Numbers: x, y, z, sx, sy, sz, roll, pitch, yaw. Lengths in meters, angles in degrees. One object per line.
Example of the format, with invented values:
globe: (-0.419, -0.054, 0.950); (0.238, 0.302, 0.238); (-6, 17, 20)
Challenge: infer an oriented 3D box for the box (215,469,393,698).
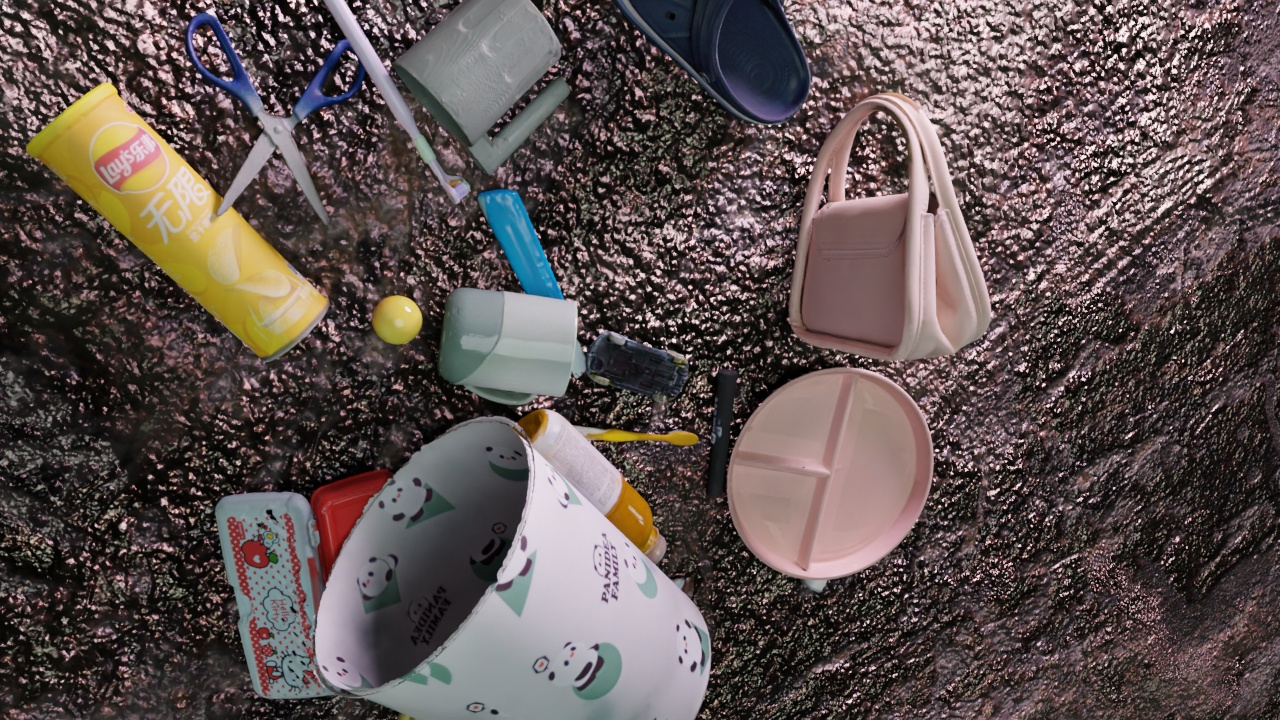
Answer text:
box: (-0.273, 0.200, 0.797); (0.160, 0.060, 0.201); (-9, 108, -16)

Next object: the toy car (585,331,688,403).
toy car: (-0.005, 0.005, 0.855); (0.105, 0.031, 0.049); (18, 98, -27)

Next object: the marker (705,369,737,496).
marker: (0.082, 0.073, 0.919); (0.022, 0.020, 0.132); (-8, 110, -38)

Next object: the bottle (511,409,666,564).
bottle: (-0.045, 0.124, 0.840); (0.068, 0.068, 0.189); (-45, 117, -5)

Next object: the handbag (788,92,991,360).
handbag: (0.215, -0.121, 0.830); (0.093, 0.193, 0.234); (-8, 99, -22)

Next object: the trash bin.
trash bin: (-0.087, 0.208, 0.740); (0.229, 0.229, 0.252); (-48, 122, -3)

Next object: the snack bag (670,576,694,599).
snack bag: (0.006, 0.241, 0.936); (0.105, 0.026, 0.045); (4, 101, -26)

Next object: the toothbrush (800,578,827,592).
toothbrush: (0.237, 0.151, 1.002); (0.221, 0.027, 0.026); (-63, 156, 5)

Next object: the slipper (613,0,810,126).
slipper: (0.061, -0.293, 0.759); (0.105, 0.095, 0.253); (-48, 120, -6)

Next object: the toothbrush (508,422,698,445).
toothbrush: (-0.033, 0.069, 0.875); (0.191, 0.018, 0.016); (5, 101, -21)

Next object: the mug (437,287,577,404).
mug: (-0.116, -0.006, 0.780); (0.106, 0.082, 0.112); (6, 133, -14)

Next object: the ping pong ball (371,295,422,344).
ping pong ball: (-0.201, -0.033, 0.758); (0.040, 0.040, 0.040); (-7, 108, -21)

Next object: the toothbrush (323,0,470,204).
toothbrush: (-0.189, -0.205, 0.711); (0.021, 0.029, 0.189); (-19, 122, 19)

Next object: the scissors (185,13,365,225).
scissors: (-0.268, -0.182, 0.673); (0.162, 0.012, 0.175); (44, 68, -17)

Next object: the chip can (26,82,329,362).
chip can: (-0.329, -0.094, 0.669); (0.072, 0.072, 0.213); (-42, 116, -6)

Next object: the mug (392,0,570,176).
mug: (-0.117, -0.221, 0.722); (0.103, 0.084, 0.124); (-46, 144, -5)

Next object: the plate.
plate: (0.196, 0.117, 0.957); (0.229, 0.028, 0.229); (-2, 102, -12)

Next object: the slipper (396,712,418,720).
slipper: (-0.165, 0.310, 0.858); (0.091, 0.081, 0.190); (22, 99, -29)

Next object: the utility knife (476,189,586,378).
utility knife: (-0.088, -0.064, 0.808); (0.034, 0.018, 0.191); (-22, 115, 2)
